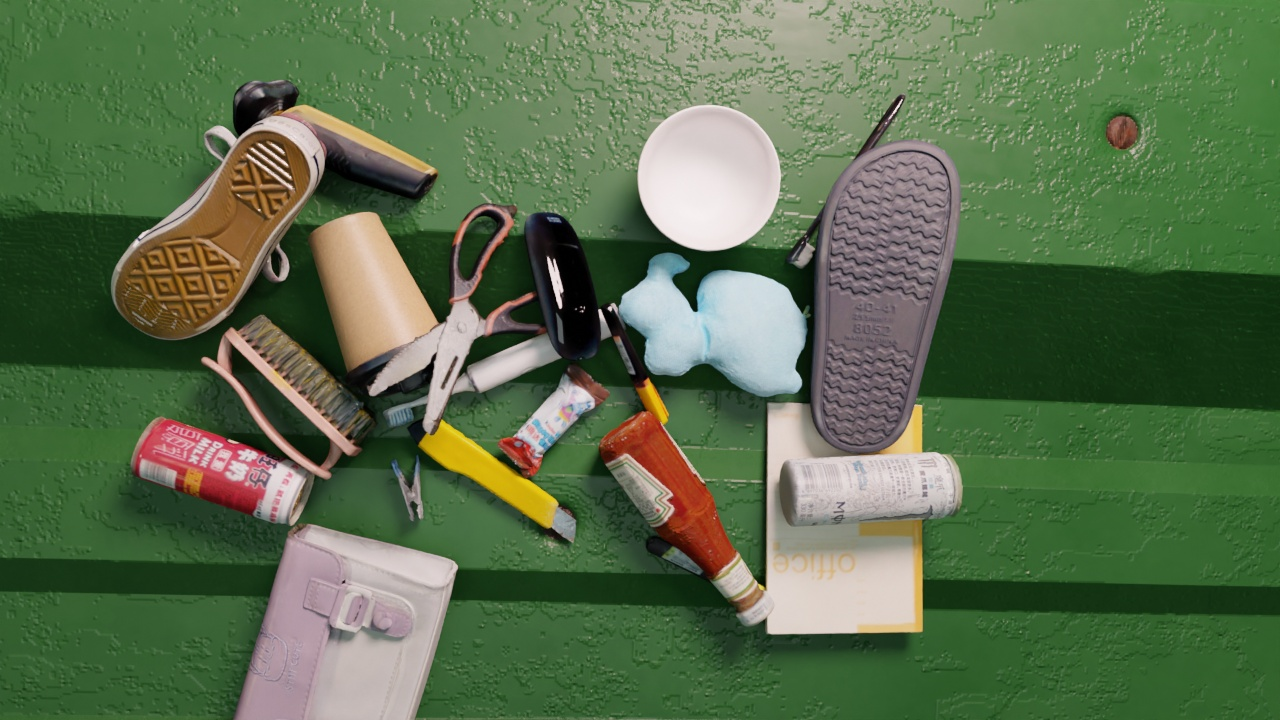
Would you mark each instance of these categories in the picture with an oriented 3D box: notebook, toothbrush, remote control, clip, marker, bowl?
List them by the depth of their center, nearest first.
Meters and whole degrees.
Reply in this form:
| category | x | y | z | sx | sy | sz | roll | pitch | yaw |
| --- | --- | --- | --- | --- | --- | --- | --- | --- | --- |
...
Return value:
| category | x | y | z | sx | sy | sz | roll | pitch | yaw |
| --- | --- | --- | --- | --- | --- | --- | --- | --- | --- |
| remote control | -0.063 | -0.067 | 0.772 | 0.053 | 0.024 | 0.136 | -6 | 74 | -33 |
| bowl | 0.053 | -0.150 | 0.779 | 0.118 | 0.065 | 0.118 | 0 | 94 | -6 |
| toothbrush | -0.118 | 0.005 | 0.792 | 0.221 | 0.027 | 0.026 | -24 | 81 | -3 |
| marker | -0.005 | 0.005 | 0.792 | 0.015 | 0.018 | 0.124 | -39 | 115 | -29 |
| clip | -0.198 | 0.111 | 0.794 | 0.044 | 0.027 | 0.058 | -9 | 94 | -12 |
| toothbrush | 0.185 | -0.160 | 0.815 | 0.018 | 0.015 | 0.181 | 32 | 91 | -12 |
| marker | 0.061 | 0.189 | 0.825 | 0.124 | 0.015 | 0.018 | 26 | 89 | -5 |
| notebook | 0.183 | 0.142 | 0.826 | 0.146 | 0.010 | 0.206 | 1 | 88 | -5 |

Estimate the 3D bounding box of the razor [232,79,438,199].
| category | x | y | z | sx | sy | sz | roll | pitch | yaw |
| --- | --- | --- | --- | --- | --- | --- | --- | --- | --- |
| razor | -0.251 | -0.181 | 0.763 | 0.167 | 0.062 | 0.067 | 22 | 60 | -11 |

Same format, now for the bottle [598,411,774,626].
| category | x | y | z | sx | sy | sz | roll | pitch | yaw |
| --- | --- | --- | --- | --- | --- | --- | --- | --- | --- |
| bottle | 0.044 | 0.139 | 0.794 | 0.060 | 0.060 | 0.206 | -37 | 93 | -2 |

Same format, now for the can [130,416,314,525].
| category | x | y | z | sx | sy | sz | roll | pitch | yaw |
| --- | --- | --- | --- | --- | --- | --- | --- | --- | --- |
| can | -0.346 | 0.093 | 0.765 | 0.132 | 0.053 | 0.053 | 20 | 91 | -5 |

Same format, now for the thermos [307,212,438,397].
| category | x | y | z | sx | sy | sz | roll | pitch | yaw |
| --- | --- | --- | --- | --- | --- | --- | --- | --- | --- |
| thermos | -0.217 | -0.044 | 0.756 | 0.093 | 0.093 | 0.143 | -24 | 86 | -3 |

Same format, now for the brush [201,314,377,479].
| category | x | y | z | sx | sy | sz | roll | pitch | yaw |
| --- | --- | --- | --- | --- | --- | --- | --- | --- | --- |
| brush | -0.291 | 0.028 | 0.761 | 0.145 | 0.063 | 0.073 | 44 | 79 | -5 |

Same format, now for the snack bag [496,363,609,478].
| category | x | y | z | sx | sy | sz | roll | pitch | yaw |
| --- | --- | --- | --- | --- | --- | --- | --- | --- | --- |
| snack bag | -0.077 | 0.052 | 0.799 | 0.045 | 0.026 | 0.105 | 43 | 87 | -3 |

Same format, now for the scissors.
| category | x | y | z | sx | sy | sz | roll | pitch | yaw |
| --- | --- | --- | --- | --- | --- | --- | --- | --- | --- |
| scissors | -0.131 | -0.040 | 0.744 | 0.224 | 0.015 | 0.189 | -9 | 76 | -35 |

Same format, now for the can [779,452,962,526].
| category | x | y | z | sx | sy | sz | roll | pitch | yaw |
| --- | --- | --- | --- | --- | --- | --- | --- | --- | --- |
| can | 0.197 | 0.111 | 0.793 | 0.146 | 0.058 | 0.058 | -2 | 93 | -6 |

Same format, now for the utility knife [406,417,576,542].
| category | x | y | z | sx | sy | sz | roll | pitch | yaw |
| --- | --- | --- | --- | --- | --- | --- | --- | --- | --- |
| utility knife | -0.127 | 0.104 | 0.804 | 0.177 | 0.015 | 0.033 | 36 | 96 | -7 |

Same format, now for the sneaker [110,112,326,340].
| category | x | y | z | sx | sy | sz | roll | pitch | yaw |
| --- | --- | --- | --- | --- | --- | --- | --- | --- | --- |
| sneaker | -0.329 | -0.110 | 0.738 | 0.242 | 0.087 | 0.118 | -40 | 111 | 23 |

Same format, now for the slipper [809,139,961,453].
| category | x | y | z | sx | sy | sz | roll | pitch | yaw |
| --- | --- | --- | --- | --- | --- | --- | --- | --- | --- |
| slipper | 0.200 | -0.055 | 0.795 | 0.111 | 0.083 | 0.268 | 7 | 105 | 6 |

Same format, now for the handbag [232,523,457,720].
| category | x | y | z | sx | sy | sz | roll | pitch | yaw |
| --- | --- | --- | --- | --- | --- | --- | --- | --- | --- |
| handbag | -0.250 | 0.251 | 0.765 | 0.145 | 0.098 | 0.197 | 16 | 91 | 0 |

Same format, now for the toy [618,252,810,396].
| category | x | y | z | sx | sy | sz | roll | pitch | yaw |
| --- | --- | --- | --- | --- | --- | --- | --- | --- | --- |
| toy | 0.073 | -0.030 | 0.795 | 0.156 | 0.050 | 0.161 | -27 | 91 | -7 |
